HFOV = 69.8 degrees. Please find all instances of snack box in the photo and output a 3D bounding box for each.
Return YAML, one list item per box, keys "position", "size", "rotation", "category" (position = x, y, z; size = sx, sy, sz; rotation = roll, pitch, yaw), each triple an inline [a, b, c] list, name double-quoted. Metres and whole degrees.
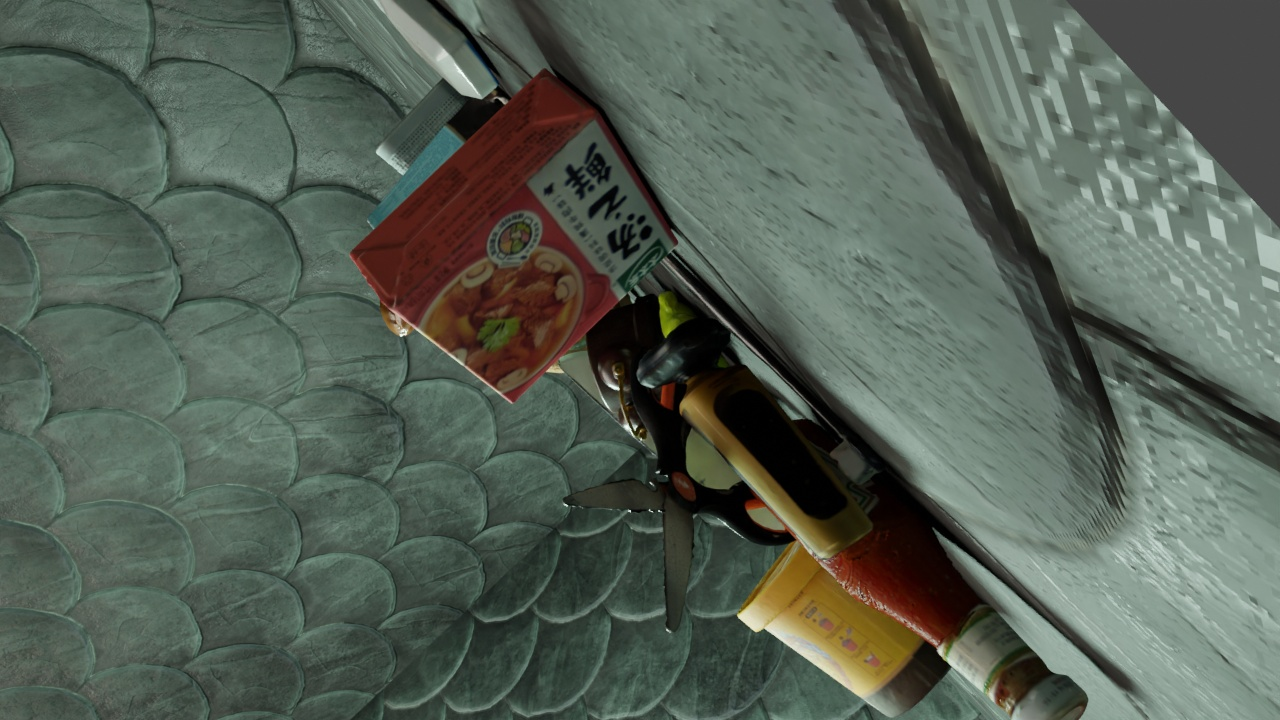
- position: [-0.046, -0.045, 0.416]
  size: [0.044, 0.113, 0.127]
  rotation: [45, 179, 32]
  category: "snack box"

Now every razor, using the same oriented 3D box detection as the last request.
- position: [0.060, 0.037, 0.488]
  size: [0.167, 0.062, 0.068]
  rotation: [51, 164, 36]
  category: "razor"

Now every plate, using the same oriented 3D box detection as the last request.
- position: [0.031, 0.063, 0.810]
  size: [0.266, 0.034, 0.162]
  rotation: [39, -177, 39]
  category: "plate"

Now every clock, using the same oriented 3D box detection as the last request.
- position: [-0.004, 0.004, 0.667]
  size: [0.121, 0.055, 0.082]
  rotation: [-90, -17, -50]
  category: "clock"

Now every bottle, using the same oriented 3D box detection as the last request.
- position: [0.134, 0.107, 0.473]
  size: [0.206, 0.060, 0.060]
  rotation: [45, 178, 43]
  category: "bottle"

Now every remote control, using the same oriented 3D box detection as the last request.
- position: [-0.130, -0.197, 0.534]
  size: [0.125, 0.024, 0.049]
  rotation: [47, 179, 29]
  category: "remote control"

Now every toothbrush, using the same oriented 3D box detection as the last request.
- position: [0.057, -0.006, 0.478]
  size: [0.181, 0.018, 0.015]
  rotation: [48, -178, 14]
  category: "toothbrush"

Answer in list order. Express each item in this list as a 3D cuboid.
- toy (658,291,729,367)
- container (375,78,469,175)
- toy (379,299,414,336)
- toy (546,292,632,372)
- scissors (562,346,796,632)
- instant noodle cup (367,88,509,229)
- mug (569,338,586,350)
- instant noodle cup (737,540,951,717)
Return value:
- position: [0.038, -0.007, 0.644]
  size: [0.100, 0.031, 0.096]
  rotation: [55, -175, -40]
  category: "toy"
- position: [-0.155, -0.173, 0.806]
  size: [0.111, 0.090, 0.090]
  rotation: [43, 180, -9]
  category: "container"
- position: [-0.113, -0.059, 0.708]
  size: [0.200, 0.139, 0.130]
  rotation: [5, 132, 33]
  category: "toy"
- position: [-0.099, -0.045, 0.932]
  size: [0.143, 0.083, 0.225]
  rotation: [46, -140, 21]
  category: "toy"
- position: [0.032, 0.068, 0.523]
  size: [0.227, 0.022, 0.220]
  rotation: [31, -151, -35]
  category: "scissors"
- position: [-0.113, -0.106, 0.610]
  size: [0.111, 0.120, 0.111]
  rotation: [47, 179, 1]
  category: "instant noodle cup"
- position: [-0.073, -0.067, 0.844]
  size: [0.112, 0.106, 0.082]
  rotation: [47, 178, -9]
  category: "mug"
- position: [0.144, 0.158, 0.600]
  size: [0.114, 0.118, 0.118]
  rotation: [38, 178, 11]
  category: "instant noodle cup"
